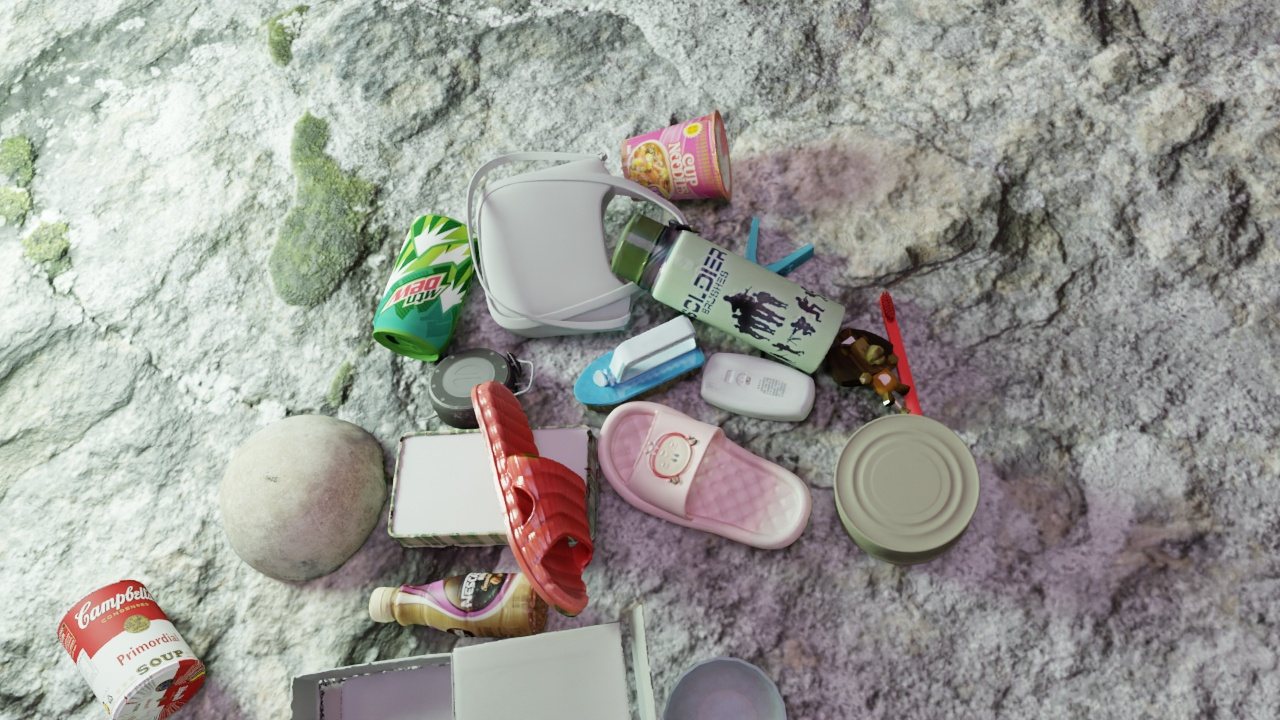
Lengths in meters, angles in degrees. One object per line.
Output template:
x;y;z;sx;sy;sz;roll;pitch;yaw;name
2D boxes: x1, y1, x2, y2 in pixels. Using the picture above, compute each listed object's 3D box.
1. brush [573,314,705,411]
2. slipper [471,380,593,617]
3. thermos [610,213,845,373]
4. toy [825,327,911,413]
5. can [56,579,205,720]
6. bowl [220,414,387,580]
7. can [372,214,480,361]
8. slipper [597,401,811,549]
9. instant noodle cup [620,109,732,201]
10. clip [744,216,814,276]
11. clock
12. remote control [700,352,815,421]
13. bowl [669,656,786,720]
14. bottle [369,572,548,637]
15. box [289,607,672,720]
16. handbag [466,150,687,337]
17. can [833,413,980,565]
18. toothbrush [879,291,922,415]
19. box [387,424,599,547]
-0.006;0.005;0.931;0.136;0.075;0.055;-25;65;-2;brush
-0.087;0.113;0.831;0.059;0.103;0.248;-31;56;10;slipper
0.084;-0.073;0.916;0.231;0.082;0.082;26;73;2;thermos
0.229;0.012;0.899;0.076;0.063;0.100;-31;70;-26;toy
-0.492;0.284;0.888;0.116;0.087;0.086;40;78;22;can
-0.358;0.129;0.936;0.178;0.081;0.178;-4;66;10;bowl
-0.231;-0.079;1.000;0.083;0.083;0.144;11;69;14;can
0.058;0.112;0.887;0.222;0.056;0.106;24;75;17;slipper
0.039;-0.218;1.014;0.109;0.098;0.097;-6;66;14;instant noodle cup
0.132;-0.086;0.977;0.102;0.027;0.119;31;75;23;clip
-0.169;0.031;0.957;0.123;0.044;0.091;-3;47;6;clock
0.119;0.027;0.927;0.114;0.028;0.060;12;69;14;remote control
0.075;0.317;0.805;0.106;0.039;0.106;-4;67;8;bowl
-0.174;0.232;0.872;0.166;0.060;0.059;-2;67;9;bottle
-0.139;0.334;0.801;0.369;0.098;0.165;-13;66;11;box
-0.061;-0.134;0.974;0.223;0.095;0.215;-10;84;5;handbag
0.241;0.118;0.837;0.128;0.073;0.127;-4;70;12;can
0.266;0.025;0.909;0.012;0.018;0.212;-10;66;5;toothbrush
-0.144;0.126;0.919;0.205;0.051;0.117;-4;63;7;box
